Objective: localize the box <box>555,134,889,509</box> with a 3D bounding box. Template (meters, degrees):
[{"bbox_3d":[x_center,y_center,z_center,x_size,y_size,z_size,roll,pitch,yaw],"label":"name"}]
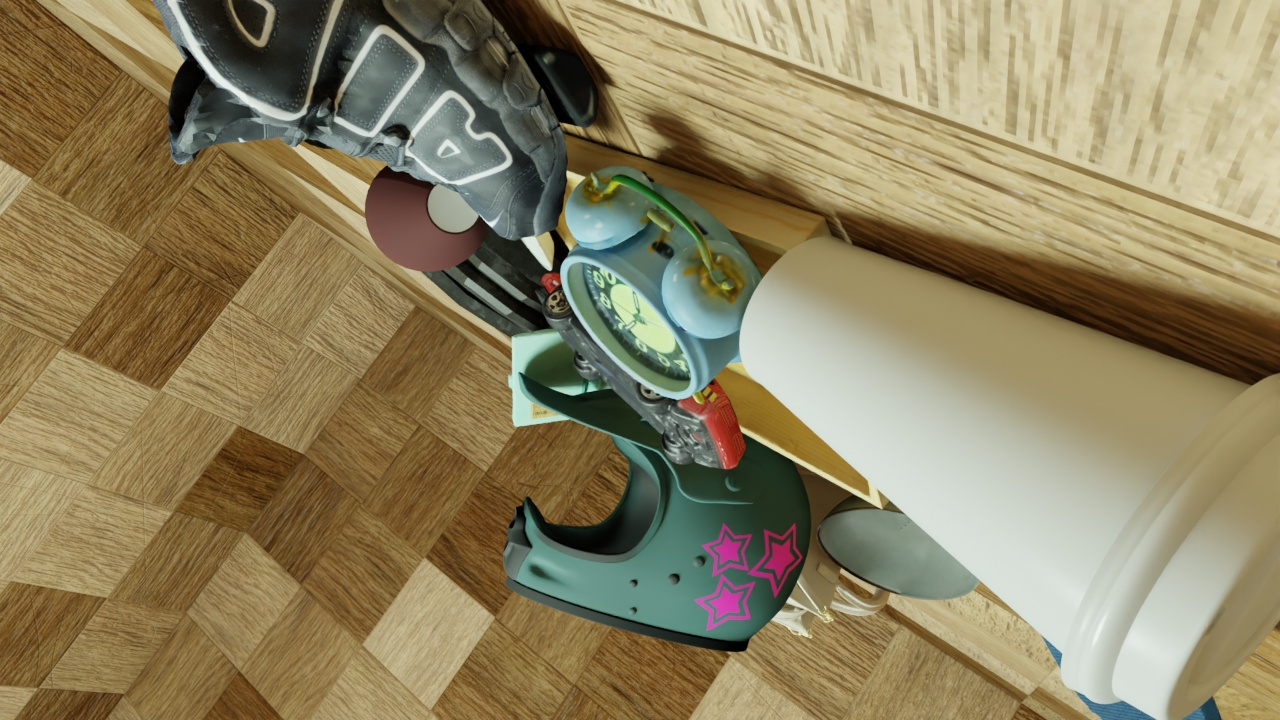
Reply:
[{"bbox_3d":[0.046,-0.033,0.604,0.247,0.068,0.253,27,163,40],"label":"box"}]

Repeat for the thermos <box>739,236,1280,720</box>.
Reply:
[{"bbox_3d":[0.144,0.026,0.378,0.222,0.131,0.131,38,176,43],"label":"thermos"}]

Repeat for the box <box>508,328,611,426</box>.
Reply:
[{"bbox_3d":[-0.052,0.005,0.826,0.052,0.138,0.187,55,161,19],"label":"box"}]

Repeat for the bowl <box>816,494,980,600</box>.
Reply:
[{"bbox_3d":[0.243,0.158,0.848,0.151,0.056,0.151,19,145,14],"label":"bowl"}]

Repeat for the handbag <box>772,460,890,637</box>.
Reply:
[{"bbox_3d":[0.171,0.185,0.943,0.198,0.194,0.102,32,141,4],"label":"handbag"}]

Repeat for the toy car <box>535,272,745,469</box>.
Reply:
[{"bbox_3d":[-0.004,0.004,0.641,0.189,0.056,0.082,37,162,36],"label":"toy car"}]

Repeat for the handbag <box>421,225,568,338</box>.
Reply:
[{"bbox_3d":[-0.130,-0.095,0.808,0.197,0.102,0.199,38,-172,-22],"label":"handbag"}]

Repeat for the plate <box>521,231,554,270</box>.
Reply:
[{"bbox_3d":[-0.105,-0.133,0.657,0.157,0.014,0.157,54,175,7],"label":"plate"}]

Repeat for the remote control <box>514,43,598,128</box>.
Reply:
[{"bbox_3d":[-0.067,-0.155,0.501,0.045,0.021,0.140,52,168,-34],"label":"remote control"}]

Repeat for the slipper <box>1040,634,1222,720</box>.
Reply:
[{"bbox_3d":[0.247,0.101,0.522,0.295,0.060,0.118,55,155,-12],"label":"slipper"}]

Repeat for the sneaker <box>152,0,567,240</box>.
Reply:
[{"bbox_3d":[-0.146,-0.127,0.442,0.252,0.150,0.097,51,168,-31],"label":"sneaker"}]

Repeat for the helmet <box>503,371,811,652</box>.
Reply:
[{"bbox_3d":[0.012,0.115,0.776,0.274,0.200,0.176,16,176,-9],"label":"helmet"}]

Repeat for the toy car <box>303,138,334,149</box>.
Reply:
[{"bbox_3d":[-0.237,-0.202,0.714,0.192,0.071,0.094,25,159,48],"label":"toy car"}]

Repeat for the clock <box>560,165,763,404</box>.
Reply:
[{"bbox_3d":[0.012,-0.043,0.485,0.118,0.060,0.162,38,159,20],"label":"clock"}]

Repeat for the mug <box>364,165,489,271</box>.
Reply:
[{"bbox_3d":[-0.143,-0.119,0.643,0.087,0.114,0.088,-6,-172,-25],"label":"mug"}]
